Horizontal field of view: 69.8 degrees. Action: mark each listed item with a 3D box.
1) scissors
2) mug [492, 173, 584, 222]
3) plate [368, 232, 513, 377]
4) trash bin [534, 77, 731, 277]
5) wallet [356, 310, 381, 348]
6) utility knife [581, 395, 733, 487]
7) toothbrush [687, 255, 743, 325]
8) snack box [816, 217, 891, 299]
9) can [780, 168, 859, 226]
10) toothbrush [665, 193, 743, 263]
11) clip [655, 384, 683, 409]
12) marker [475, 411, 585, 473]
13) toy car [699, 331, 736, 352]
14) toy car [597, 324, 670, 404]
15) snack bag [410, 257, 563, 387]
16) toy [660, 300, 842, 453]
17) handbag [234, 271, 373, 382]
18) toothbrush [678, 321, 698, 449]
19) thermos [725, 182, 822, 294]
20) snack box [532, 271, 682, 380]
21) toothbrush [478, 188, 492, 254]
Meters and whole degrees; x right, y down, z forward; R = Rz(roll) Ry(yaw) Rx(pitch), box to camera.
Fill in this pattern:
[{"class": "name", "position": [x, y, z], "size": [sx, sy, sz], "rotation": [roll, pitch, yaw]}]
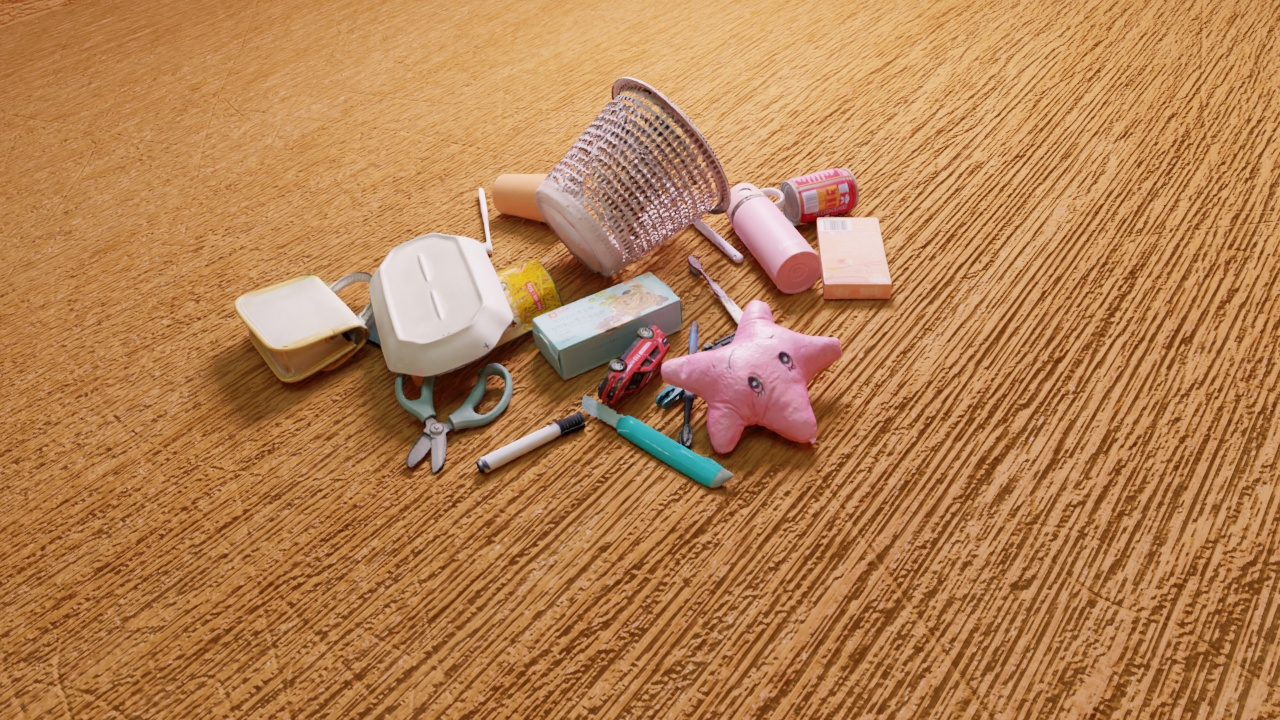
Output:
[{"class": "scissors", "position": [-0.237, 0.050, 1.051], "size": [0.169, 0.019, 0.177], "rotation": [27, 55, 13]}, {"class": "mug", "position": [-0.153, -0.242, 1.356], "size": [0.123, 0.078, 0.078], "rotation": [12, 44, 26]}, {"class": "plate", "position": [-0.254, -0.082, 1.127], "size": [0.162, 0.034, 0.265], "rotation": [-22, 44, -6]}, {"class": "trash bin", "position": [-0.024, -0.226, 1.220], "size": [0.192, 0.227, 0.227], "rotation": [-43, 50, -10]}, {"class": "wallet", "position": [-0.316, -0.061, 1.209], "size": [0.097, 0.019, 0.120], "rotation": [23, 50, 32]}, {"class": "utility knife", "position": [0.012, 0.086, 0.997], "size": [0.209, 0.013, 0.029], "rotation": [28, 77, 31]}, {"class": "toothbrush", "position": [0.103, -0.080, 1.180], "size": [0.016, 0.017, 0.187], "rotation": [-17, 44, -17]}, {"class": "snack box", "position": [0.279, -0.137, 1.212], "size": [0.084, 0.026, 0.157], "rotation": [1, 42, 6]}, {"class": "can", "position": [0.252, -0.232, 1.294], "size": [0.093, 0.067, 0.066], "rotation": [-16, 42, -11]}, {"class": "toothbrush", "position": [0.089, -0.187, 1.300], "size": [0.021, 0.029, 0.189], "rotation": [12, 26, -42]}, {"class": "clip", "position": [0.039, 0.036, 1.053], "size": [0.048, 0.015, 0.056], "rotation": [28, 50, 30]}, {"class": "marker", "position": [-0.119, 0.091, 1.008], "size": [0.130, 0.018, 0.022], "rotation": [-26, 54, -22]}, {"class": "toy car", "position": [0.118, -0.011, 1.083], "size": [0.105, 0.031, 0.049], "rotation": [-27, 48, -17]}, {"class": "toy car", "position": [-0.006, 0.006, 1.063], "size": [0.045, 0.053, 0.120], "rotation": [34, 47, 9]}, {"class": "snack bag", "position": [-0.208, -0.056, 1.155], "size": [0.207, 0.073, 0.128], "rotation": [-24, 56, -14]}, {"class": "toy", "position": [0.140, 0.022, 1.008], "size": [0.194, 0.075, 0.178], "rotation": [-32, 65, -16]}, {"class": "handbag", "position": [-0.408, -0.054, 1.180], "size": [0.178, 0.063, 0.163], "rotation": [-28, 44, -28]}, {"class": "toothbrush", "position": [0.057, 0.024, 1.043], "size": [0.014, 0.016, 0.189], "rotation": [10, 51, -3]}, {"class": "thermos", "position": [0.181, -0.173, 1.235], "size": [0.087, 0.067, 0.198], "rotation": [-19, 41, -5]}, {"class": "snack box", "position": [-0.039, -0.045, 1.127], "size": [0.174, 0.052, 0.074], "rotation": [-24, 45, -20]}, {"class": "toothbrush", "position": [-0.235, -0.210, 1.371], "size": [0.016, 0.016, 0.180], "rotation": [-15, 42, -1]}]
